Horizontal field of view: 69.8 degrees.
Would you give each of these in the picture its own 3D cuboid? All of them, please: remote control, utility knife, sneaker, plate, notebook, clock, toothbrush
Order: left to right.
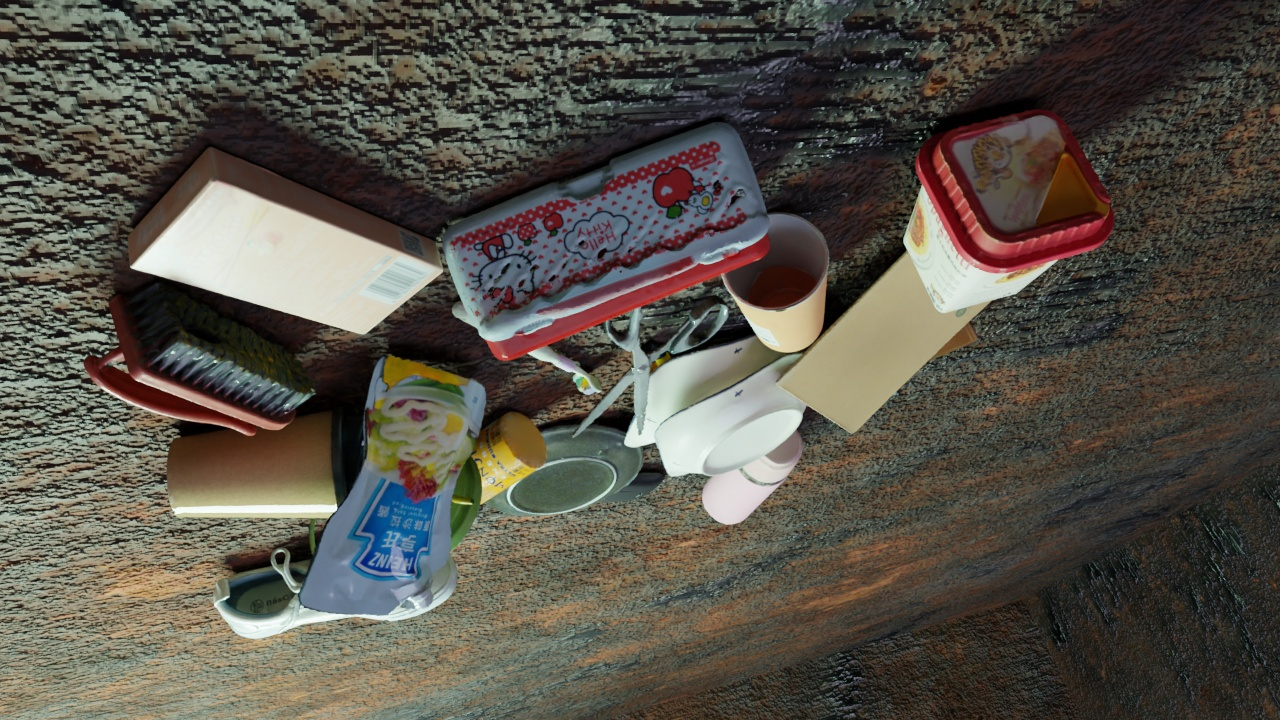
[{"bbox_3d":[-0.314,0.226,0.946,0.242,0.089,0.091,-10,147,-5],"label":"sneaker"},{"bbox_3d":[-0.213,0.121,0.781,0.161,0.116,0.056,-28,141,8],"label":"clock"},{"bbox_3d":[-0.087,-0.008,0.728,0.189,0.029,0.020,34,80,-56],"label":"toothbrush"},{"bbox_3d":[-0.081,0.122,0.937,0.179,0.024,0.180,-10,144,-7],"label":"plate"},{"bbox_3d":[-0.027,0.144,1.037,0.136,0.024,0.053,7,142,-41],"label":"remote control"},{"bbox_3d":[0.029,0.035,0.884,0.033,0.015,0.223,-20,154,4],"label":"utility knife"},{"bbox_3d":[0.071,0.038,0.872,0.163,0.034,0.165,-17,152,-23],"label":"plate"},{"bbox_3d":[0.097,0.065,0.867,0.163,0.034,0.164,-28,155,-3],"label":"plate"},{"bbox_3d":[0.230,-0.028,0.822,0.208,0.008,0.147,-47,137,14],"label":"notebook"}]

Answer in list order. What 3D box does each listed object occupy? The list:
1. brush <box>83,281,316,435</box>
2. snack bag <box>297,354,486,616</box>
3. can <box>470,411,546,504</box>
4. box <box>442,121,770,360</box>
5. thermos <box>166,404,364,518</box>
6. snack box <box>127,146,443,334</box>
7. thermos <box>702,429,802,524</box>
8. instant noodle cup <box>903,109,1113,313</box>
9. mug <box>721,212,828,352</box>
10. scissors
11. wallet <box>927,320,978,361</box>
[{"bbox_3d":[-0.278,0.011,0.593,0.069,0.063,0.146,-35,152,5],"label":"brush"},{"bbox_3d":[-0.179,0.098,0.691,0.039,0.191,0.110,8,170,38],"label":"snack bag"},{"bbox_3d":[-0.156,0.105,0.845,0.146,0.058,0.058,-33,150,24],"label":"can"},{"bbox_3d":[-0.022,-0.083,0.597,0.201,0.095,0.101,-21,114,2],"label":"box"},{"bbox_3d":[-0.279,0.083,0.705,0.143,0.093,0.093,-3,150,-12],"label":"thermos"},{"bbox_3d":[-0.203,-0.063,0.543,0.085,0.026,0.157,-33,149,25],"label":"snack box"},{"bbox_3d":[0.127,0.118,1.044,0.067,0.087,0.199,19,151,-1],"label":"thermos"},{"bbox_3d":[0.259,-0.102,0.678,0.116,0.116,0.124,-15,158,-8],"label":"instant noodle cup"},{"bbox_3d":[0.110,-0.052,0.717,0.078,0.078,0.123,-22,157,6],"label":"mug"},{"bbox_3d":[0.000,0.003,0.762,0.181,0.014,0.159,-37,137,7],"label":"scissors"},{"bbox_3d":[0.272,-0.029,0.907,0.101,0.032,0.124,-27,151,19],"label":"wallet"}]
